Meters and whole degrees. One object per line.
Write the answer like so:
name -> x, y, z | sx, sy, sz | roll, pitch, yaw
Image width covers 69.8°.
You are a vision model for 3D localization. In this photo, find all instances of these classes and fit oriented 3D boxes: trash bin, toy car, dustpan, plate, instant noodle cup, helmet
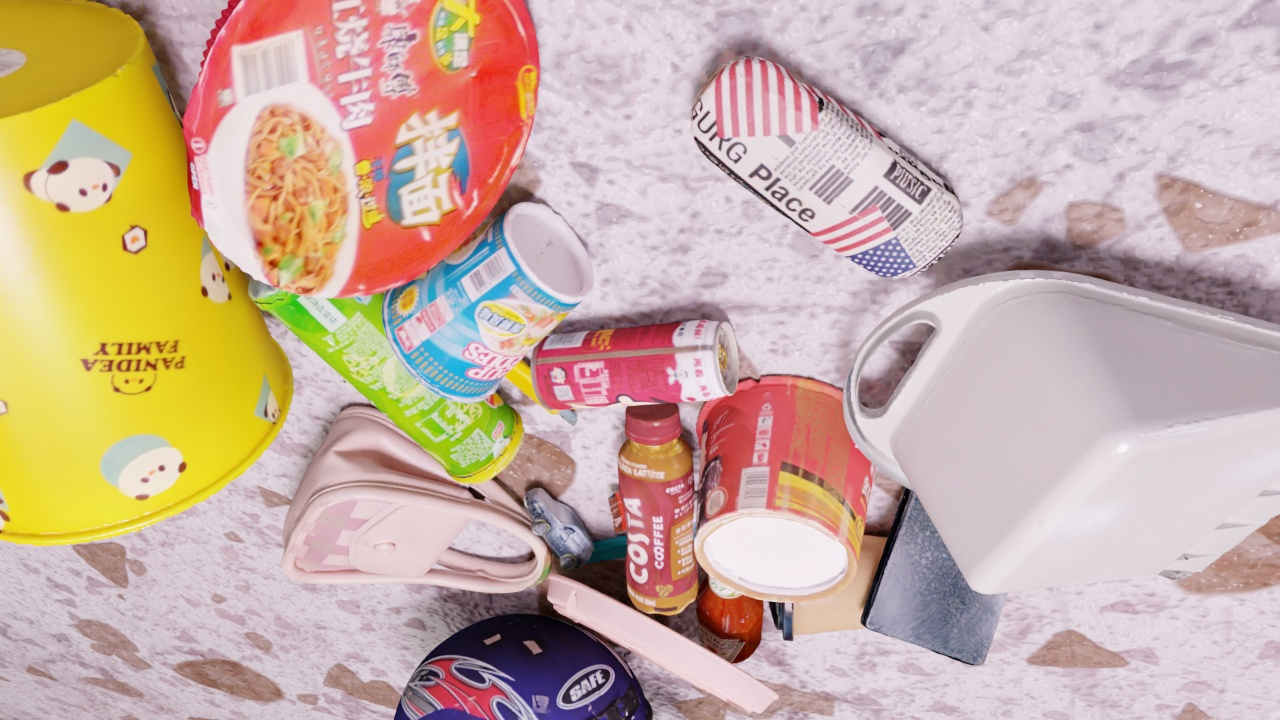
trash bin -> -0.355, -0.059, 0.551 | 0.230, 0.229, 0.256 | 9, 131, 8
toy car -> -0.071, 0.145, 0.797 | 0.034, 0.043, 0.090 | -28, 129, 5
dustpan -> 0.268, 0.037, 0.558 | 0.257, 0.142, 0.223 | -5, 141, -19
plate -> 0.014, 0.256, 0.822 | 0.229, 0.028, 0.230 | 26, 162, 9
instant noodle cup -> -0.091, -0.041, 0.578 | 0.110, 0.099, 0.099 | -34, 118, 32
instant noodle cup -> 0.097, 0.095, 0.644 | 0.138, 0.108, 0.138 | 9, 137, 8
instant noodle cup -> -0.144, -0.129, 0.460 | 0.066, 0.193, 0.194 | 38, 145, 27
helmet -> -0.096, 0.376, 0.884 | 0.316, 0.246, 0.240 | 8, 108, 37

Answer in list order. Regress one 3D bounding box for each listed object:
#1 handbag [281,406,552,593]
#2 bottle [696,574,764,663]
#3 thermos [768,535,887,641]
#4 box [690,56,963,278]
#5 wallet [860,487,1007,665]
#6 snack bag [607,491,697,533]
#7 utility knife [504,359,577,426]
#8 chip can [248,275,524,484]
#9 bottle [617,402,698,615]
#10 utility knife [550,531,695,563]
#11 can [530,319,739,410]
handbag -> -0.190, 0.151, 0.821 | 0.234, 0.093, 0.194 | 23, 138, -19
bottle -> 0.075, 0.199, 0.770 | 0.060, 0.059, 0.206 | 7, 147, 10
thermos -> 0.165, 0.174, 0.727 | 0.143, 0.092, 0.093 | -2, 135, 7
box -> 0.100, -0.103, 0.493 | 0.164, 0.051, 0.068 | 34, 145, -16
wallet -> 0.227, 0.156, 0.678 | 0.097, 0.121, 0.019 | 19, 180, -2
snack bag -> 0.026, 0.126, 0.756 | 0.104, 0.026, 0.048 | 1, 129, 17
utility knife -> -0.103, -0.003, 0.670 | 0.171, 0.015, 0.033 | 43, 151, -26
chip can -> -0.171, -0.001, 0.641 | 0.073, 0.072, 0.221 | -13, 134, 28
bottle -> 0.013, 0.111, 0.701 | 0.057, 0.057, 0.175 | 3, 119, 14
utility knife -> 0.011, 0.158, 0.805 | 0.219, 0.013, 0.029 | -18, 127, 30
can -> -0.004, 0.004, 0.619 | 0.133, 0.053, 0.053 | -5, 133, 21
